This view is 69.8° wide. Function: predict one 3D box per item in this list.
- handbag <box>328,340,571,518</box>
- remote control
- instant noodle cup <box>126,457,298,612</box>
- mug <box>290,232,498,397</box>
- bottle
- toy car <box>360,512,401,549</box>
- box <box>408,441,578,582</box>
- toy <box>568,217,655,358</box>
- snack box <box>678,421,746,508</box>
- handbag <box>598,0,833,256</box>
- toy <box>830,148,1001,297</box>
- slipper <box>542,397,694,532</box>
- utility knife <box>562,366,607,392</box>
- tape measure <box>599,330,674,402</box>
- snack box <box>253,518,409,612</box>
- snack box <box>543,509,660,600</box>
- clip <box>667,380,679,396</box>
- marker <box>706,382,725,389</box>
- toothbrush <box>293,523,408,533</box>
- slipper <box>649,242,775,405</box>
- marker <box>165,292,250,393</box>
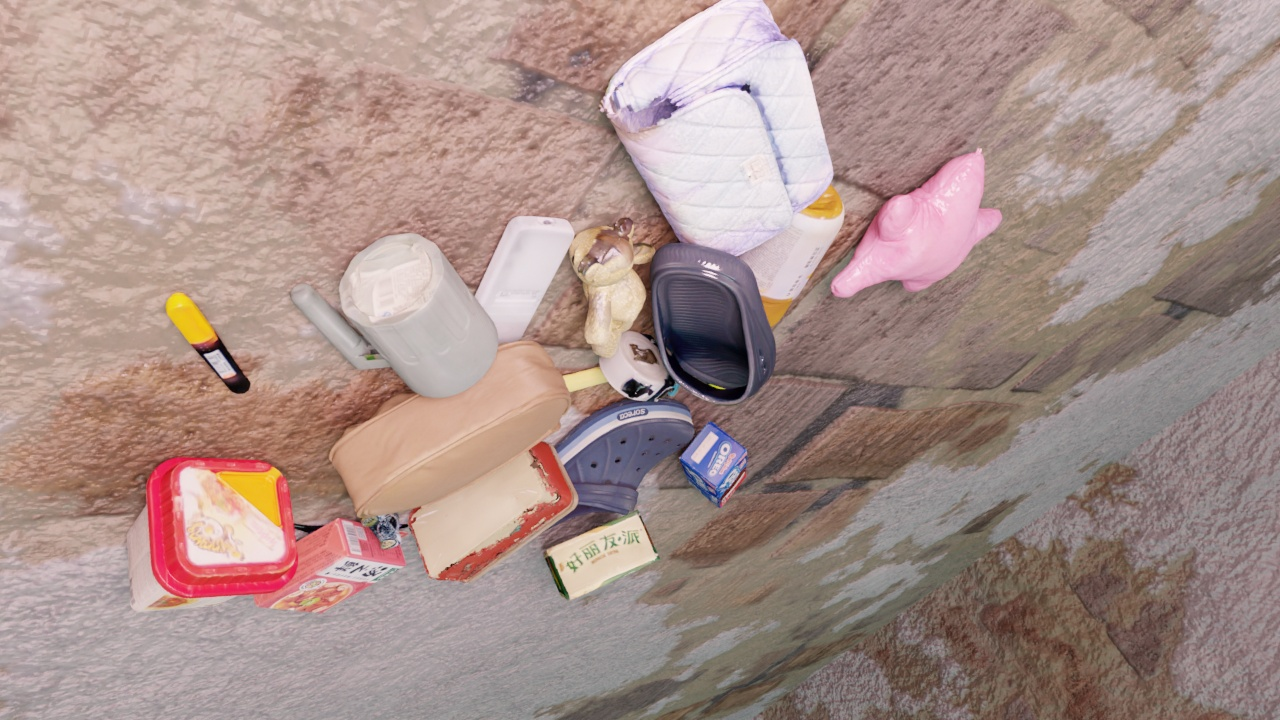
[{"bbox_3d":[-0.160,0.055,0.794,0.204,0.099,0.148,-29,166,0],"label":"handbag"},{"bbox_3d":[-0.101,-0.062,0.738,0.055,0.020,0.136,-3,142,-36],"label":"remote control"},{"bbox_3d":[-0.367,0.153,0.770,0.124,0.116,0.116,-33,152,33],"label":"instant noodle cup"},{"bbox_3d":[-0.180,-0.030,0.677,0.124,0.083,0.103,-6,151,10],"label":"mug"},{"bbox_3d":[0.119,-0.083,0.837,0.068,0.068,0.190,-12,149,-27],"label":"bottle"},{"bbox_3d":[-0.257,0.149,0.904,0.031,0.049,0.106,-20,150,-11],"label":"toy car"},{"bbox_3d":[-0.159,0.156,0.952,0.168,0.091,0.079,-38,152,15],"label":"box"},{"bbox_3d":[-0.027,-0.057,0.775,0.105,0.066,0.157,-54,163,-23],"label":"toy"},{"bbox_3d":[0.088,0.128,1.088,0.058,0.057,0.207,-49,165,-8],"label":"snack box"},{"bbox_3d":[0.064,-0.158,0.671,0.134,0.075,0.194,-30,149,7],"label":"handbag"},{"bbox_3d":[0.287,-0.131,0.900,0.194,0.074,0.179,-7,142,-38],"label":"toy"},{"bbox_3d":[-0.050,0.131,1.003,0.253,0.095,0.105,-34,152,14],"label":"slipper"},{"bbox_3d":[-0.070,0.024,0.899,0.151,0.018,0.031,-10,150,-24],"label":"utility knife"},{"bbox_3d":[-0.005,0.005,0.873,0.066,0.065,0.034,8,137,-47],"label":"tape measure"},{"bbox_3d":[-0.312,0.214,0.946,0.113,0.044,0.127,-30,155,9],"label":"snack box"},{"bbox_3d":[-0.054,0.239,1.115,0.114,0.063,0.240,-22,170,-11],"label":"snack box"},{"bbox_3d":[0.035,0.009,0.958,0.013,0.038,0.056,-5,133,-36],"label":"clip"},{"bbox_3d":[0.074,0.013,1.004,0.018,0.015,0.124,-33,147,6],"label":"marker"},{"bbox_3d":[-0.312,0.171,0.926,0.014,0.016,0.188,-35,152,31],"label":"toothbrush"},{"bbox_3d":[0.056,-0.011,0.814,0.111,0.083,0.268,11,160,15],"label":"slipper"},{"bbox_3d":[-0.307,-0.009,0.657,0.018,0.015,0.124,-20,151,-12],"label":"marker"}]
